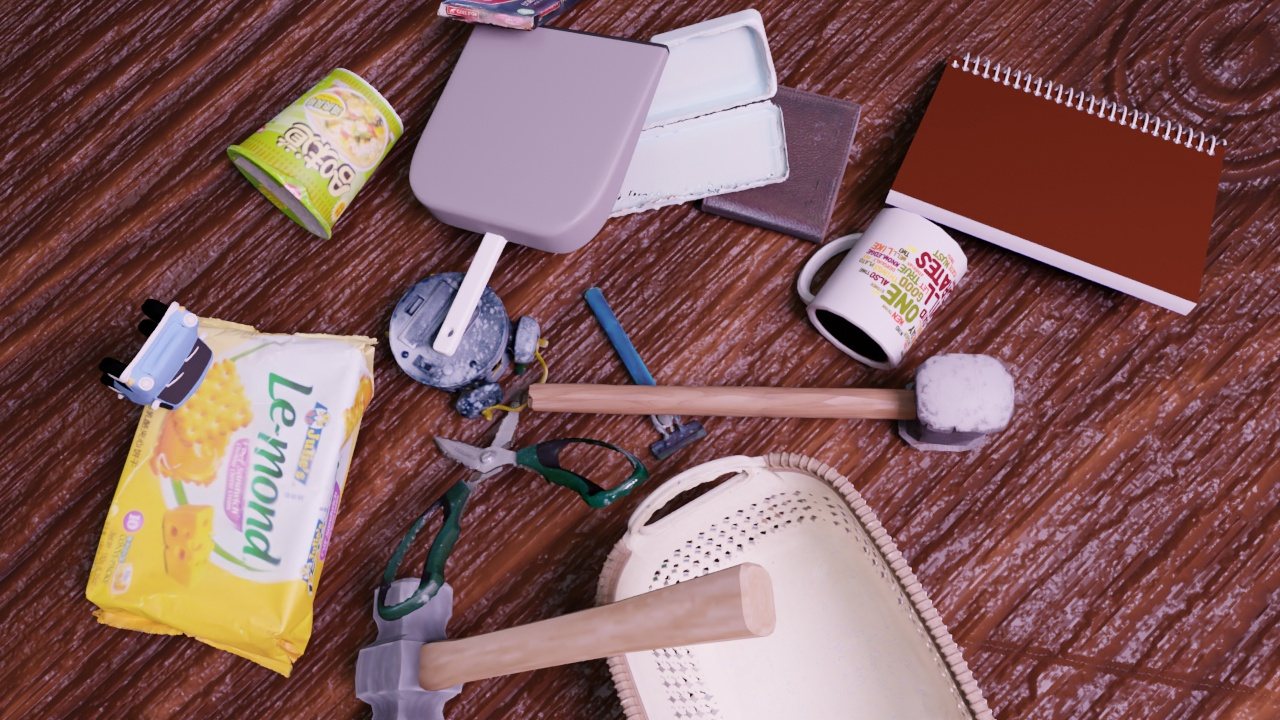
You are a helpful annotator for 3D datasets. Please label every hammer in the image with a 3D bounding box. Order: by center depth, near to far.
[{"bbox_3d":[-0.060,0.169,0.548,0.324,0.051,0.117,-24,58,36],"label":"hammer"},{"bbox_3d":[0.085,0.029,0.638,0.328,0.098,0.052,1,76,8],"label":"hammer"}]

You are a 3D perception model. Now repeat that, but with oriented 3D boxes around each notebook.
[{"bbox_3d":[0.304,-0.138,0.664,0.209,0.022,0.171,24,59,11],"label":"notebook"}]

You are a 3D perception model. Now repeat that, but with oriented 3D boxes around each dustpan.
[{"bbox_3d":[-0.096,-0.125,0.667,0.163,0.033,0.257,17,76,22],"label":"dustpan"}]

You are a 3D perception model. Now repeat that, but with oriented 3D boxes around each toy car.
[{"bbox_3d":[-0.312,0.002,0.600,0.054,0.154,0.056,34,68,-22],"label":"toy car"}]

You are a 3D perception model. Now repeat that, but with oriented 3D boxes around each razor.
[{"bbox_3d":[-0.004,0.004,0.690,0.042,0.022,0.144,-30,74,-3],"label":"razor"}]

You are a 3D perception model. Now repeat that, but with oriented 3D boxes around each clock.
[{"bbox_3d":[-0.128,-0.011,0.690,0.129,0.052,0.090,34,82,14],"label":"clock"}]

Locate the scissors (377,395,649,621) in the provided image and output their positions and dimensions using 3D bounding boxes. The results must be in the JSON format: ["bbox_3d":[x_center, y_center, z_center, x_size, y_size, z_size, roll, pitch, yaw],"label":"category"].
[{"bbox_3d":[-0.105,0.098,0.617,0.202,0.015,0.203,10,50,43],"label":"scissors"}]

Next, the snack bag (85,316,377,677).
[{"bbox_3d":[-0.292,0.090,0.674,0.160,0.068,0.247,10,76,8],"label":"snack bag"}]

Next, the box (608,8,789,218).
[{"bbox_3d":[0.006,-0.179,0.695,0.198,0.075,0.125,-10,83,18],"label":"box"}]

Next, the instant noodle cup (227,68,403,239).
[{"bbox_3d":[-0.250,-0.168,0.727,0.099,0.099,0.107,33,73,13],"label":"instant noodle cup"}]

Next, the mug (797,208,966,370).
[{"bbox_3d":[0.166,-0.056,0.666,0.105,0.073,0.089,31,80,42],"label":"mug"}]

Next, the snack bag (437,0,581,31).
[{"bbox_3d":[-0.089,-0.288,0.725,0.075,0.018,0.154,14,36,12],"label":"snack bag"}]

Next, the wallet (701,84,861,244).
[{"bbox_3d":[0.111,-0.158,0.715,0.099,0.031,0.119,17,76,8],"label":"wallet"}]

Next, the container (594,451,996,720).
[{"bbox_3d":[0.094,0.189,0.544,0.185,0.143,0.246,-31,60,11],"label":"container"}]
